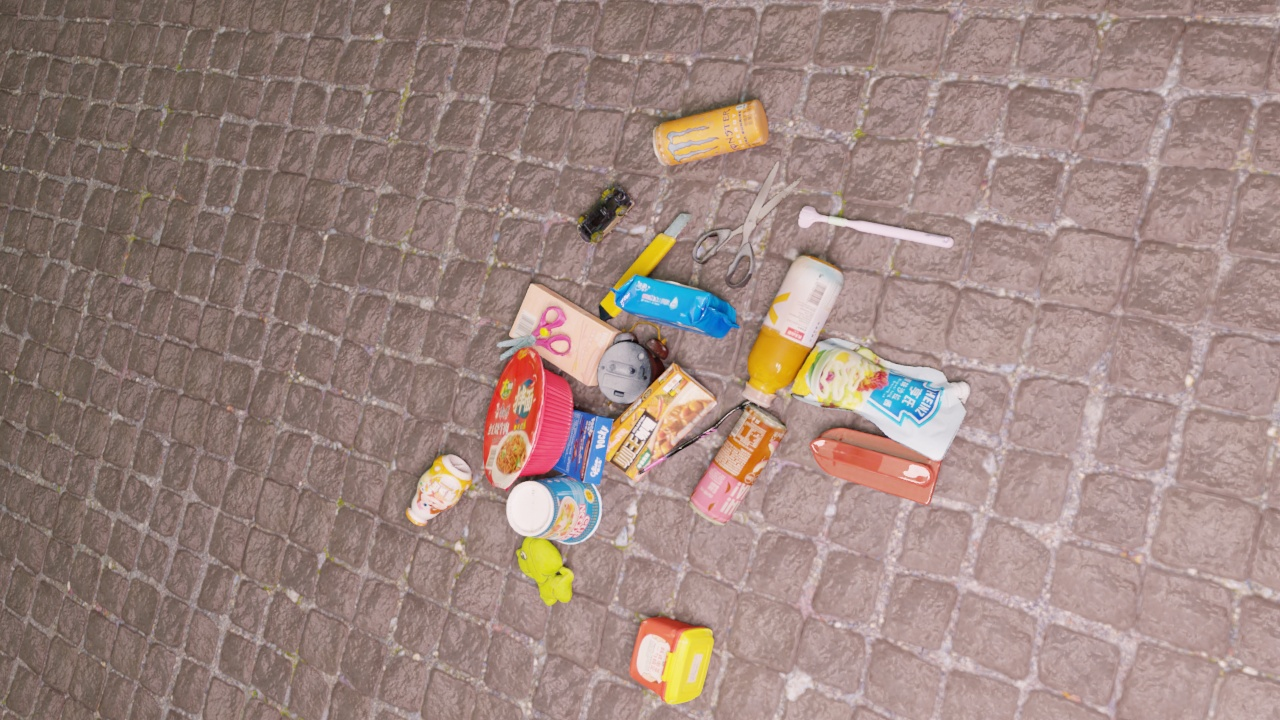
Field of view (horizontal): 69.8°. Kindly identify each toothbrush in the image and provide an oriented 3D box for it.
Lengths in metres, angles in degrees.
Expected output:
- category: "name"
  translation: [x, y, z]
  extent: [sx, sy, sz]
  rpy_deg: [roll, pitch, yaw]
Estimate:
- category: "toothbrush"
  translation: [0.285, -0.159, 1.117]
  extent: [0.189, 0.021, 0.029]
  rpy_deg: [16, 88, 26]
- category: "toothbrush"
  translation: [0.076, 0.099, 1.171]
  extent: [0.189, 0.014, 0.017]
  rpy_deg: [-34, 78, 10]

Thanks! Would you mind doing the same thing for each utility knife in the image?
- category: "utility knife"
  translation: [0.007, -0.126, 1.246]
  extent: [0.193, 0.015, 0.033]
  rpy_deg: [-48, 66, 16]

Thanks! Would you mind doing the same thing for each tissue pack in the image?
- category: "tissue pack"
  translation: [0.044, -0.072, 1.179]
  extent: [0.157, 0.095, 0.052]
  rpy_deg: [15, 88, 29]

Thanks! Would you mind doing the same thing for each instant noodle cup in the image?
- category: "instant noodle cup"
  translation: [-0.147, 0.082, 1.231]
  extent: [0.194, 0.065, 0.193]
  rpy_deg: [-37, 45, 49]
- category: "instant noodle cup"
  translation: [-0.119, 0.195, 1.209]
  extent: [0.099, 0.109, 0.099]
  rpy_deg: [-4, 81, 26]

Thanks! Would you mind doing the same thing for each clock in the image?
- category: "clock"
  translation: [-0.007, 0.007, 1.213]
  extent: [0.082, 0.055, 0.122]
  rpy_deg: [14, 87, 28]

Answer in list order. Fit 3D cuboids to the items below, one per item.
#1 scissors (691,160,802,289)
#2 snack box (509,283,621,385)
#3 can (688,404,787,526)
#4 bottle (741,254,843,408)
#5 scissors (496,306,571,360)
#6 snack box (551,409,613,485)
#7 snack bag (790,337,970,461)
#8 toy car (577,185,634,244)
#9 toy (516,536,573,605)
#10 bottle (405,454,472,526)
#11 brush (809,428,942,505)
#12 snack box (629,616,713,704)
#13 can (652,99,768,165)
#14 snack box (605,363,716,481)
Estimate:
- category: "scissors"
  translation: [0.140, -0.172, 1.194]
  extent: [0.160, 0.014, 0.170]
  rpy_deg: [-10, 76, 22]
- category: "snack box"
  translation: [-0.107, -0.037, 1.278]
  extent: [0.157, 0.026, 0.084]
  rpy_deg: [31, 104, 26]
- category: "can"
  translation: [0.120, 0.129, 1.131]
  extent: [0.058, 0.058, 0.147]
  rpy_deg: [35, 98, 26]
- category: "bottle"
  translation: [0.181, -0.034, 1.120]
  extent: [0.068, 0.068, 0.189]
  rpy_deg: [28, 95, 27]
- category: "scissors"
  translation: [-0.148, -0.019, 1.280]
  extent: [0.138, 0.017, 0.077]
  rpy_deg: [-29, 84, 31]
- category: "snack box"
  translation: [-0.081, 0.109, 1.198]
  extent: [0.157, 0.026, 0.084]
  rpy_deg: [5, 83, 67]
- category: "snack bag"
  translation: [0.280, 0.038, 1.063]
  extent: [0.191, 0.039, 0.110]
  rpy_deg: [22, 53, 29]
- category: "toy car"
  translation: [-0.048, -0.199, 1.275]
  extent: [0.090, 0.035, 0.042]
  rpy_deg: [-43, 65, 14]
- category: "toy"
  translation: [-0.128, 0.281, 1.241]
  extent: [0.097, 0.031, 0.100]
  rpy_deg: [-20, 84, 39]
- category: "bottle"
  translation: [-0.292, 0.188, 1.320]
  extent: [0.063, 0.063, 0.108]
  rpy_deg: [46, 103, 24]
- category: "brush"
  translation: [0.267, 0.115, 1.055]
  extent: [0.146, 0.069, 0.063]
  rpy_deg: [15, 88, 27]
- category: "snack box"
  translation: [0.035, 0.364, 1.127]
  extent: [0.080, 0.082, 0.091]
  rpy_deg: [13, 87, 37]
- category: "can"
  translation: [0.092, -0.299, 1.209]
  extent: [0.146, 0.058, 0.058]
  rpy_deg: [-8, 79, 25]
- category: "snack box"
  translation: [0.019, 0.081, 1.180]
  extent: [0.154, 0.075, 0.026]
  rpy_deg: [-46, 24, 14]
